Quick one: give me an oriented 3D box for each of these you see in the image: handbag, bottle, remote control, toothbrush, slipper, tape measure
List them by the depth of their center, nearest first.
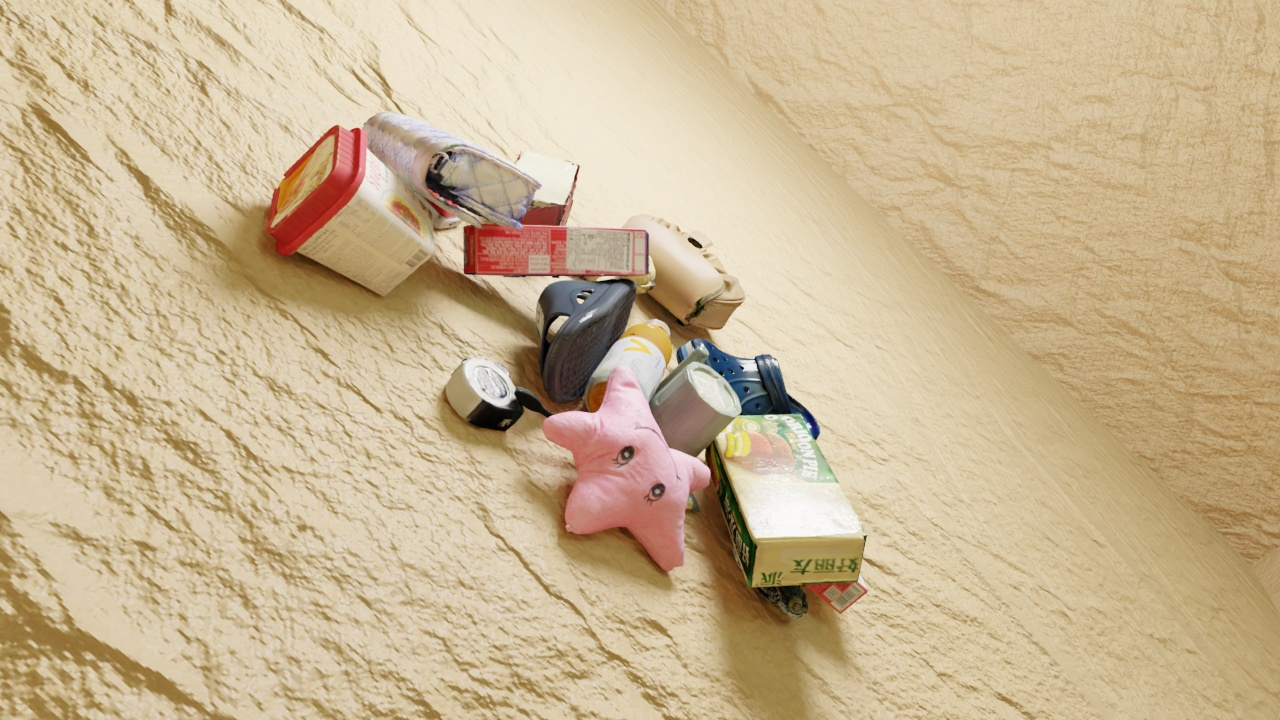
[{"bbox_3d":[-0.148,0.030,0.861,0.066,0.034,0.065,18,35,-46],"label":"tape measure"},{"bbox_3d":[-0.059,0.074,0.911,0.189,0.014,0.016,39,9,-38],"label":"toothbrush"},{"bbox_3d":[-0.201,-0.196,0.957,0.134,0.075,0.194,23,5,-41],"label":"handbag"},{"bbox_3d":[-0.073,-0.035,1.010,0.083,0.111,0.267,20,21,8],"label":"slipper"},{"bbox_3d":[-0.006,0.006,1.031,0.068,0.068,0.189,41,30,-5],"label":"bottle"},{"bbox_3d":[-0.262,-0.207,1.065,0.136,0.020,0.055,47,27,6],"label":"remote control"},{"bbox_3d":[0.158,0.045,1.208,0.252,0.095,0.105,30,26,-32],"label":"slipper"},{"bbox_3d":[0.052,-0.132,1.305,0.204,0.100,0.147,40,26,12],"label":"handbag"}]

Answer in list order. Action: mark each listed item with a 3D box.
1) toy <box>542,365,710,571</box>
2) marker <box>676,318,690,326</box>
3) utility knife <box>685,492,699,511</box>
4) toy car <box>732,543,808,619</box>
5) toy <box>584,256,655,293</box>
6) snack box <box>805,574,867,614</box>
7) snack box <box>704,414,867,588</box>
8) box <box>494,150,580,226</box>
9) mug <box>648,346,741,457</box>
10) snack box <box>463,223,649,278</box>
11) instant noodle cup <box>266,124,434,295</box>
[{"bbox_3d":[-0.012,0.116,0.878,0.194,0.075,0.178,54,49,-7],"label":"toy"},{"bbox_3d":[0.087,-0.063,1.352,0.018,0.015,0.123,45,28,17],"label":"marker"},{"bbox_3d":[0.006,0.133,0.954,0.151,0.018,0.031,17,42,-35],"label":"utility knife"},{"bbox_3d":[0.134,0.228,0.964,0.105,0.031,0.049,45,11,-1],"label":"toy car"},{"bbox_3d":[-0.053,-0.133,1.201,0.157,0.066,0.105,21,24,-9],"label":"toy"},{"bbox_3d":[0.184,0.204,1.026,0.127,0.044,0.113,41,14,-19],"label":"snack box"},{"bbox_3d":[0.145,0.140,0.979,0.114,0.063,0.239,-1,26,-8],"label":"snack box"},{"bbox_3d":[-0.130,-0.213,1.163,0.091,0.079,0.168,13,30,-4],"label":"box"},{"bbox_3d":[0.046,0.051,1.026,0.083,0.104,0.123,29,31,-26],"label":"mug"},{"bbox_3d":[-0.093,-0.122,1.035,0.207,0.058,0.057,-2,5,-25],"label":"snack box"},{"bbox_3d":[-0.266,-0.135,0.864,0.124,0.117,0.116,39,24,-38],"label":"instant noodle cup"}]
